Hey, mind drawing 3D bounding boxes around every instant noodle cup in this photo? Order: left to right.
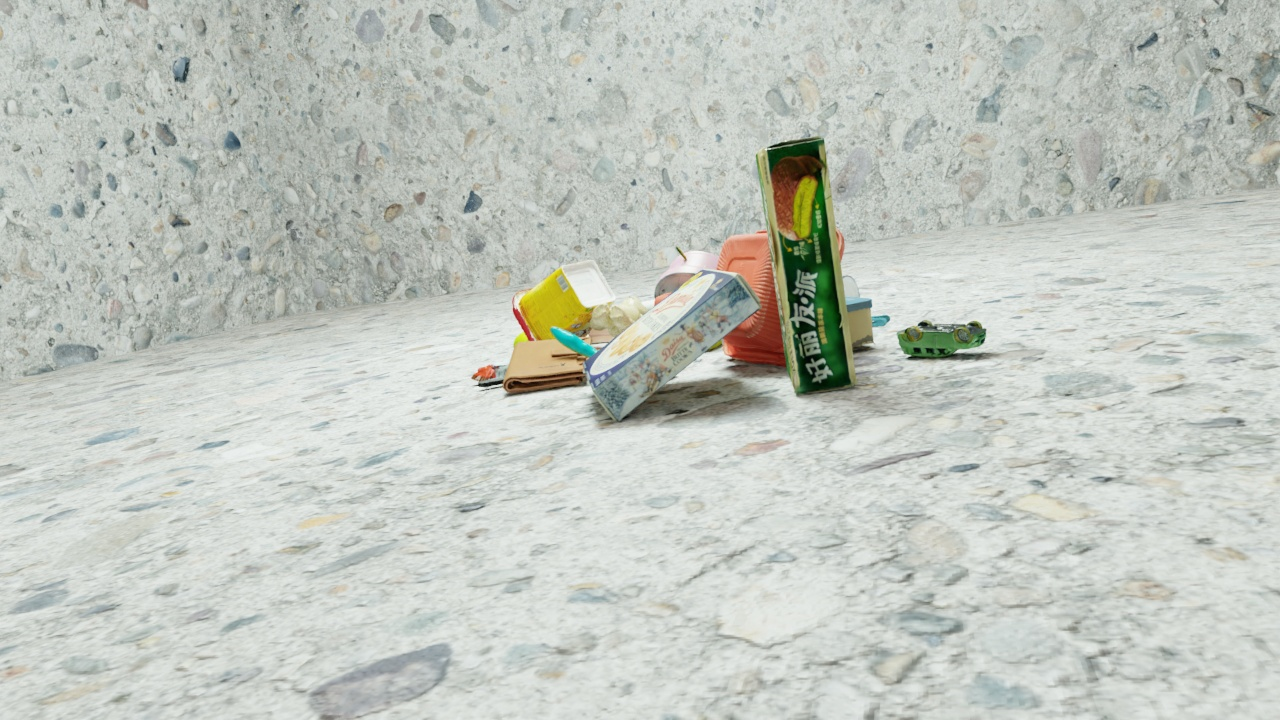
[{"bbox_3d":[-0.111,-0.084,1.385,0.116,0.116,0.124,-19,-16,-48],"label":"instant noodle cup"},{"bbox_3d":[0.143,-0.079,1.054,0.079,0.164,0.189,14,-2,-27],"label":"instant noodle cup"}]

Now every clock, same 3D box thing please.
[{"bbox_3d":[0.081,-0.089,1.328,0.117,0.159,0.059,19,51,5],"label":"clock"}]

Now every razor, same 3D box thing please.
[{"bbox_3d":[-0.057,-0.013,1.118,0.133,0.028,0.043,23,66,27],"label":"razor"}]

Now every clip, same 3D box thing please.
[{"bbox_3d":[0.306,-0.052,1.229,0.055,0.013,0.034,-5,9,22],"label":"clip"}]

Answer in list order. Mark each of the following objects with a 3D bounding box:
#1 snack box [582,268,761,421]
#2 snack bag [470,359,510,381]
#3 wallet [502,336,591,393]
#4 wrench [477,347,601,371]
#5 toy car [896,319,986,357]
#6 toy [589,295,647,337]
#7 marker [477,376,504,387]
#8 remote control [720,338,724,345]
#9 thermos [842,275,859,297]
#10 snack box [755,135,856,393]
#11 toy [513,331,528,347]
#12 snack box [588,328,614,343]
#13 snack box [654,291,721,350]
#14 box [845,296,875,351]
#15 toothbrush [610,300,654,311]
[{"bbox_3d":[0.025,-0.023,0.960,0.182,0.046,0.178,-39,10,0],"label":"snack box"},{"bbox_3d":[-0.173,0.010,1.236,0.104,0.026,0.048,-14,17,-34],"label":"snack bag"},{"bbox_3d":[-0.115,0.003,1.164,0.108,0.031,0.131,-7,21,2],"label":"wallet"},{"bbox_3d":[-0.100,-0.010,1.326,0.273,0.016,0.056,-11,6,-18],"label":"wrench"},{"bbox_3d":[0.316,-0.023,0.963,0.091,0.036,0.043,-2,10,42],"label":"toy car"},{"bbox_3d":[-0.027,-0.063,1.328,0.105,0.066,0.157,-1,1,15],"label":"toy"},{"bbox_3d":[-0.150,0.020,1.193,0.123,0.015,0.018,-11,8,-16],"label":"marker"},{"bbox_3d":[0.172,-0.046,1.247,0.134,0.019,0.056,-16,-7,-39],"label":"remote control"},{"bbox_3d":[0.205,-0.083,1.352,0.225,0.073,0.073,-1,12,41],"label":"thermos"},{"bbox_3d":[0.163,-0.095,0.908,0.063,0.240,0.114,-9,10,7],"label":"snack box"},{"bbox_3d":[-0.169,-0.039,1.480,0.100,0.031,0.096,-21,10,25],"label":"toy"},{"bbox_3d":[-0.040,-0.049,1.484,0.157,0.026,0.084,-6,10,17],"label":"snack box"},{"bbox_3d":[0.064,-0.055,1.254,0.091,0.080,0.081,-3,12,28],"label":"snack box"},{"bbox_3d":[0.208,-0.043,1.112,0.089,0.063,0.184,-13,8,-21],"label":"box"},{"bbox_3d":[0.053,-0.086,1.406,0.221,0.027,0.026,-8,49,28],"label":"toothbrush"}]
